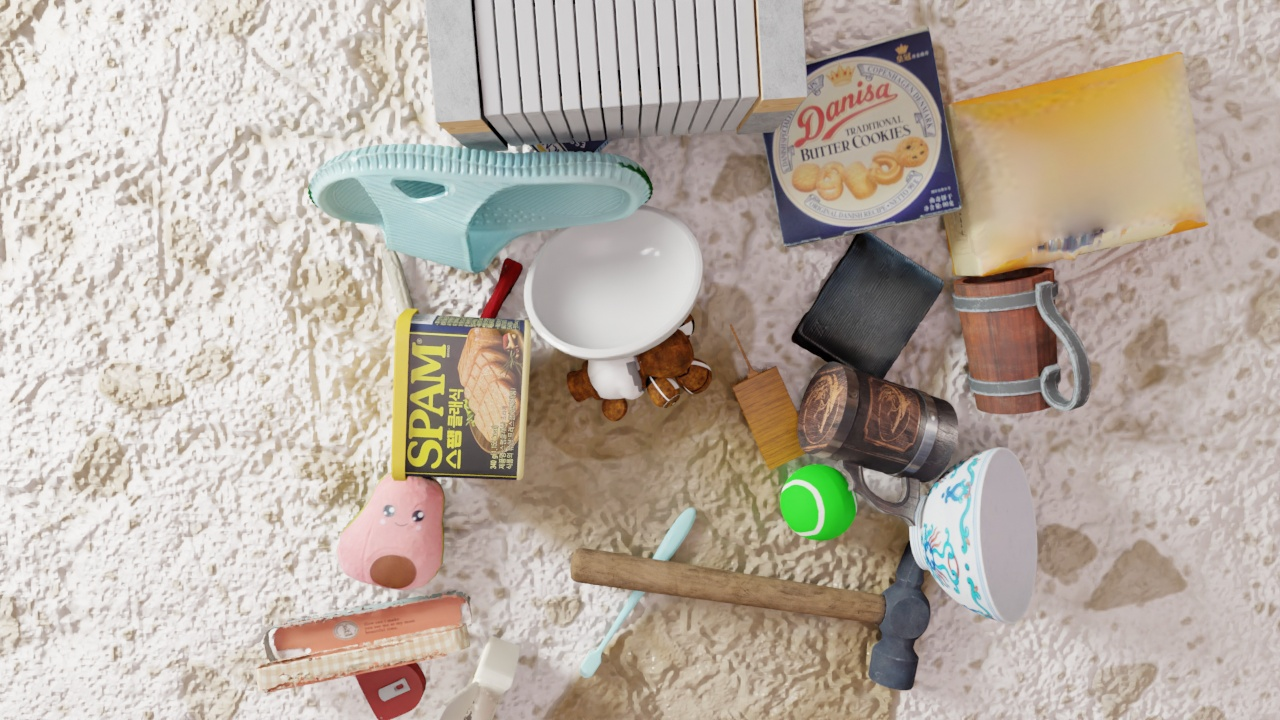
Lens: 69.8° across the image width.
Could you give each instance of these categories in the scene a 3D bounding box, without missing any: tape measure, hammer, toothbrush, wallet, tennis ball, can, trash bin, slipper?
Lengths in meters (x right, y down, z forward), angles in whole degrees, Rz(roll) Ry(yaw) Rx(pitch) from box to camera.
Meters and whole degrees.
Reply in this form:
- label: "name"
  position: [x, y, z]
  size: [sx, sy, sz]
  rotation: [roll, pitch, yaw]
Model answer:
- label: "tape measure"
  position: [-0.222, 0.288, 0.821]
  size: [0.051, 0.019, 0.059]
  rotation: [-24, 96, 1]
- label: "hammer"
  position: [0.098, 0.201, 0.807]
  size: [0.321, 0.040, 0.129]
  rotation: [10, 92, -6]
- label: "toothbrush"
  position: [-0.002, 0.207, 0.822]
  size: [0.016, 0.016, 0.180]
  rotation: [34, 93, -3]
- label: "wallet"
  position: [0.197, -0.044, 0.795]
  size: [0.089, 0.026, 0.115]
  rotation: [31, 94, -3]
- label: "tennis ball"
  position: [0.154, 0.123, 0.792]
  size: [0.065, 0.065, 0.065]
  rotation: [0, 96, -2]
- label: "can"
  position: [-0.146, 0.030, 0.756]
  size: [0.104, 0.075, 0.135]
  rotation: [3, 100, -8]
- label: "trash bin"
  position: [-0.019, -0.241, 0.666]
  size: [0.247, 0.142, 0.142]
  rotation: [-4, 95, 0]
- label: "slipper"
  position: [-0.128, -0.120, 0.726]
  size: [0.276, 0.116, 0.069]
  rotation: [-1, 71, 1]

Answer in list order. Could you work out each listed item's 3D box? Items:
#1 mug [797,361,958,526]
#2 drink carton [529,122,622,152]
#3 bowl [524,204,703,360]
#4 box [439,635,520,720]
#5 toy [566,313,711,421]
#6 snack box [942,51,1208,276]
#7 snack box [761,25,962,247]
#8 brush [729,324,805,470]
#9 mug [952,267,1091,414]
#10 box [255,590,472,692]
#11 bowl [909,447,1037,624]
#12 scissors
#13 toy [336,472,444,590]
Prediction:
- label: "mug"
  position: [0.195, 0.071, 0.768]
  size: [0.107, 0.080, 0.115]
  rotation: [17, 75, -14]
- label: "drink carton"
  position: [-0.040, -0.214, 0.762]
  size: [0.064, 0.040, 0.130]
  rotation: [44, 93, -4]
- label: "bowl"
  position: [-0.018, -0.058, 0.756]
  size: [0.150, 0.043, 0.149]
  rotation: [-7, 59, 12]
- label: "box"
  position: [-0.159, 0.309, 0.744]
  size: [0.080, 0.180, 0.143]
  rotation: [23, 88, -3]
- label: "toy"
  position: [-0.005, 0.005, 0.779]
  size: [0.113, 0.067, 0.087]
  rotation: [-21, 78, 17]
- label: "snack box"
  position: [0.354, -0.158, 0.760]
  size: [0.195, 0.080, 0.145]
  rotation: [-13, 97, 0]
- label: "snack box"
  position: [0.175, -0.177, 0.747]
  size: [0.145, 0.042, 0.145]
  rotation: [-10, 98, 23]
- label: "brush"
  position: [0.106, 0.030, 0.804]
  size: [0.048, 0.017, 0.126]
  rotation: [-25, 96, 1]
- label: "mug"
  position: [0.319, -0.015, 0.760]
  size: [0.081, 0.117, 0.111]
  rotation: [-14, 100, -19]
- label: "box"
  position: [-0.240, 0.244, 0.800]
  size: [0.187, 0.057, 0.067]
  rotation: [-11, 64, -2]
- label: "bowl"
  position: [0.278, 0.148, 0.783]
  size: [0.074, 0.143, 0.144]
  rotation: [-7, 98, 39]
- label: "scissors"
  position: [-0.173, -0.019, 0.792]
  size: [0.198, 0.015, 0.179]
  rotation: [-44, 97, 4]
- label: "toy"
  position: [-0.209, 0.144, 0.789]
  size: [0.090, 0.051, 0.110]
  rotation: [15, 95, -5]
